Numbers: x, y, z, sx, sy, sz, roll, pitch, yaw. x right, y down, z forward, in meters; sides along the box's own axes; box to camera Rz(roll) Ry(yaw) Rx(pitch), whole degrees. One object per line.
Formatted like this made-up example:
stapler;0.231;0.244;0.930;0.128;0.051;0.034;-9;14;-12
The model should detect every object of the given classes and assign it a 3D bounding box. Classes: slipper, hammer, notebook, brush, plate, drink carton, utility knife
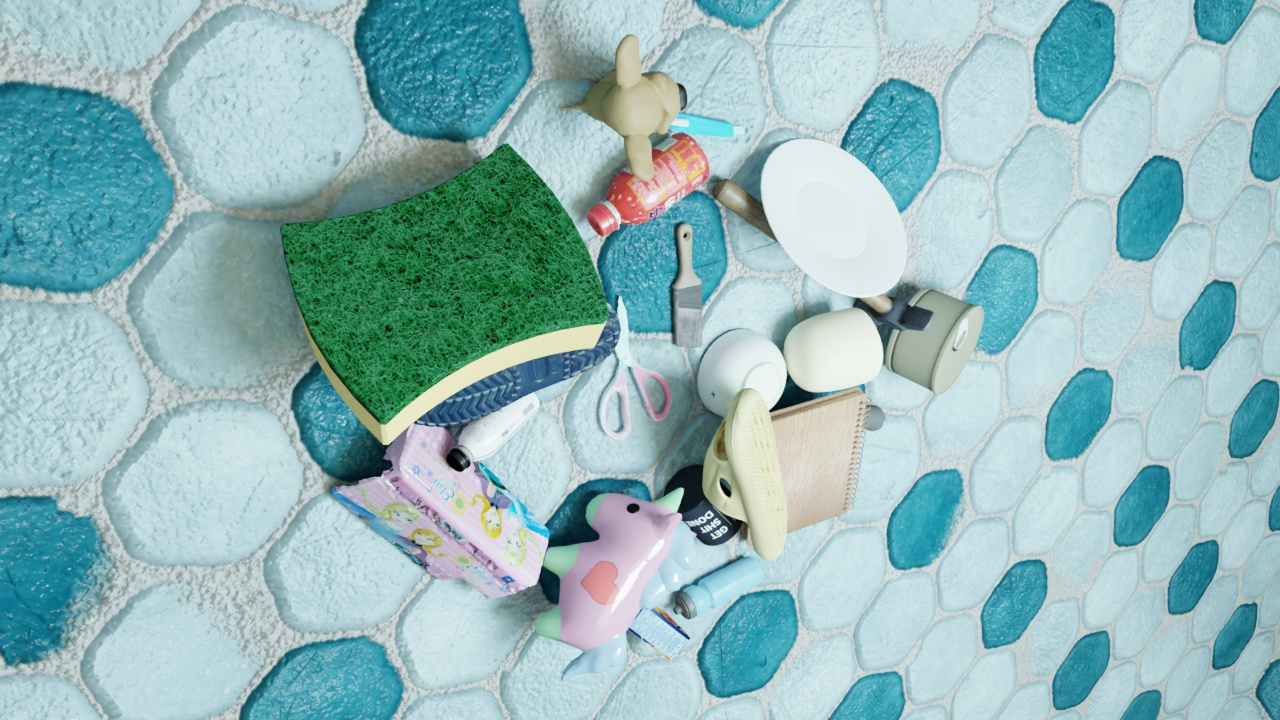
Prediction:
slipper;-0.145;-0.012;0.923;0.252;0.095;0.105;-16;148;-19
hammer;0.213;-0.122;1.097;0.321;0.129;0.040;30;88;-25
notebook;0.213;0.138;1.186;0.169;0.022;0.211;-15;129;-17
brush;-0.174;-0.064;0.827;0.249;0.075;0.195;-26;77;-21
plate;0.223;-0.165;1.065;0.208;0.015;0.208;12;62;-24
drink carton;0.000;0.315;1.137;0.040;0.064;0.130;-49;124;-7
utility knife;0.068;-0.256;1.008;0.124;0.015;0.022;0;110;-34
brush;0.054;-0.084;1.060;0.038;0.012;0.151;-13;113;-26
slipper;0.118;0.135;1.077;0.111;0.079;0.262;-65;147;-41

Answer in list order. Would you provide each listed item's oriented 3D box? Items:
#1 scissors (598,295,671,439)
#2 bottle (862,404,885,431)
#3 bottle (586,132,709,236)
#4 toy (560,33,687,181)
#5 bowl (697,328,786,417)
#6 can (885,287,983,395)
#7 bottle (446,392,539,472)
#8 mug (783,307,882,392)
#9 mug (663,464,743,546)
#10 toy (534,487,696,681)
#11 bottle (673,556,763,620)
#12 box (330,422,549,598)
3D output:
scissors;-0.028;0.012;1.045;0.105;0.016;0.179;-33;121;-17
bottle;0.283;0.073;1.237;0.109;0.036;0.036;9;102;-33
bottle;0.005;-0.180;0.969;0.137;0.062;0.062;-37;122;-14
toy;-0.012;-0.253;0.904;0.105;0.108;0.134;-18;115;-23
bowl;0.132;0.023;1.114;0.113;0.063;0.113;-11;113;-28
can;0.390;-0.027;1.218;0.127;0.073;0.128;-35;140;-36
bottle;-0.155;0.071;0.950;0.115;0.041;0.041;-46;127;-36
mug;0.229;-0.004;1.151;0.099;0.096;0.120;-13;155;-18
mug;0.065;0.189;1.134;0.105;0.071;0.077;-37;124;10
toy;-0.024;0.251;1.037;0.120;0.171;0.221;60;33;-65
bottle;0.099;0.301;1.206;0.129;0.040;0.040;-22;117;-23
box;-0.208;0.161;0.981;0.230;0.106;0.086;51;35;-33
